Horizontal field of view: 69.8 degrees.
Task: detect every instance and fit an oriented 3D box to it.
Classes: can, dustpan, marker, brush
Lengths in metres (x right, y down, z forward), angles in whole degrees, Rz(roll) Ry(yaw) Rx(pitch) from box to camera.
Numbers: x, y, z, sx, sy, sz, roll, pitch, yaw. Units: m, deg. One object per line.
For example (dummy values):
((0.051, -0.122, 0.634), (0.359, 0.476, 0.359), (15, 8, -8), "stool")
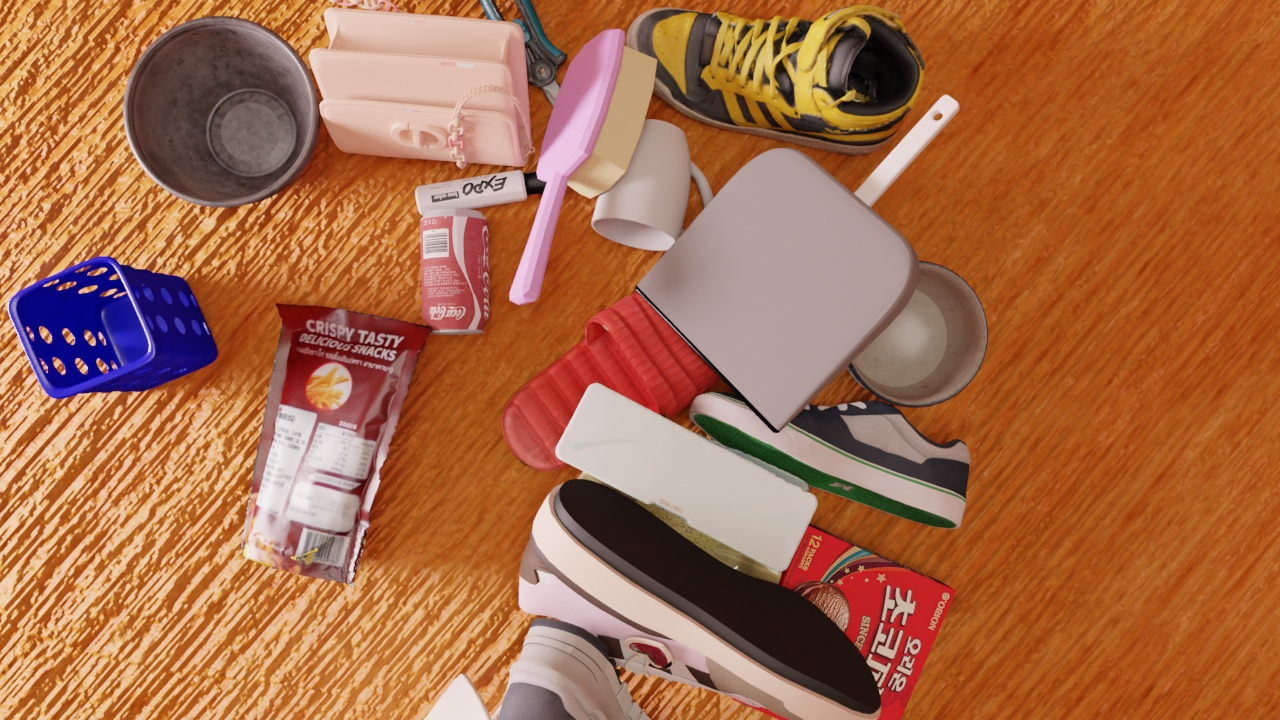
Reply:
((-0.149, -0.070, 0.738), (0.054, 0.054, 0.096), (-1, 90, -2), "can")
((0.135, -0.094, 0.675), (0.258, 0.033, 0.163), (-48, 66, 13), "dustpan")
((-0.120, -0.140, 0.754), (0.126, 0.025, 0.025), (-10, 90, -2), "marker")
((-0.047, -0.144, 0.706), (0.043, 0.089, 0.228), (23, 73, -29), "brush")

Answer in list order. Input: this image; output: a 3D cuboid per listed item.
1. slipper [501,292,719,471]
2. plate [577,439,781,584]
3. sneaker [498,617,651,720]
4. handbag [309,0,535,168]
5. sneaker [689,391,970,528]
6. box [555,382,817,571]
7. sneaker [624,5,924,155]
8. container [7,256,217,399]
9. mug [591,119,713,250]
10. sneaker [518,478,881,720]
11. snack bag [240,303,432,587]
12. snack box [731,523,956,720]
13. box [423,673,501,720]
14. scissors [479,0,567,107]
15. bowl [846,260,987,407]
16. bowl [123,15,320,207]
((-0.004, 0.004, 0.741), (0.249, 0.059, 0.103), (-32, 91, -1), "slipper")
((0.023, 0.150, 0.751), (0.184, 0.036, 0.184), (0, 90, -2), "plate")
((-0.046, 0.305, 0.663), (0.089, 0.124, 0.240), (-3, 126, 32), "sneaker")
((-0.148, -0.248, 0.740), (0.199, 0.117, 0.186), (5, 59, 2), "handbag")
((0.155, 0.060, 0.741), (0.235, 0.084, 0.079), (21, 75, -6), "sneaker")
((0.035, 0.087, 0.702), (0.199, 0.072, 0.086), (26, 116, -1), "box")
((0.105, -0.231, 0.715), (0.238, 0.122, 0.086), (15, 87, -3), "sneaker")
((-0.393, -0.022, 0.697), (0.085, 0.113, 0.084), (-23, 90, -3), "container")
((0.021, -0.138, 0.745), (0.107, 0.071, 0.089), (19, 80, -29), "mug")
((0.035, 0.214, 0.692), (0.294, 0.111, 0.117), (30, 110, -3), "sneaker")
((-0.251, 0.061, 0.722), (0.139, 0.066, 0.208), (10, 88, 21), "snack bag")
((0.164, 0.229, 0.757), (0.132, 0.036, 0.152), (24, 89, -2), "snack box")
((-0.150, 0.315, 0.673), (0.081, 0.182, 0.143), (38, 83, 3), "box")
((-0.099, -0.259, 0.759), (0.135, 0.019, 0.130), (16, 96, -2), "scissors")
((0.214, -0.020, 0.749), (0.115, 0.059, 0.115), (0, 90, -2), "bowl")
((-0.319, -0.187, 0.725), (0.145, 0.067, 0.145), (0, 90, -2), "bowl")
